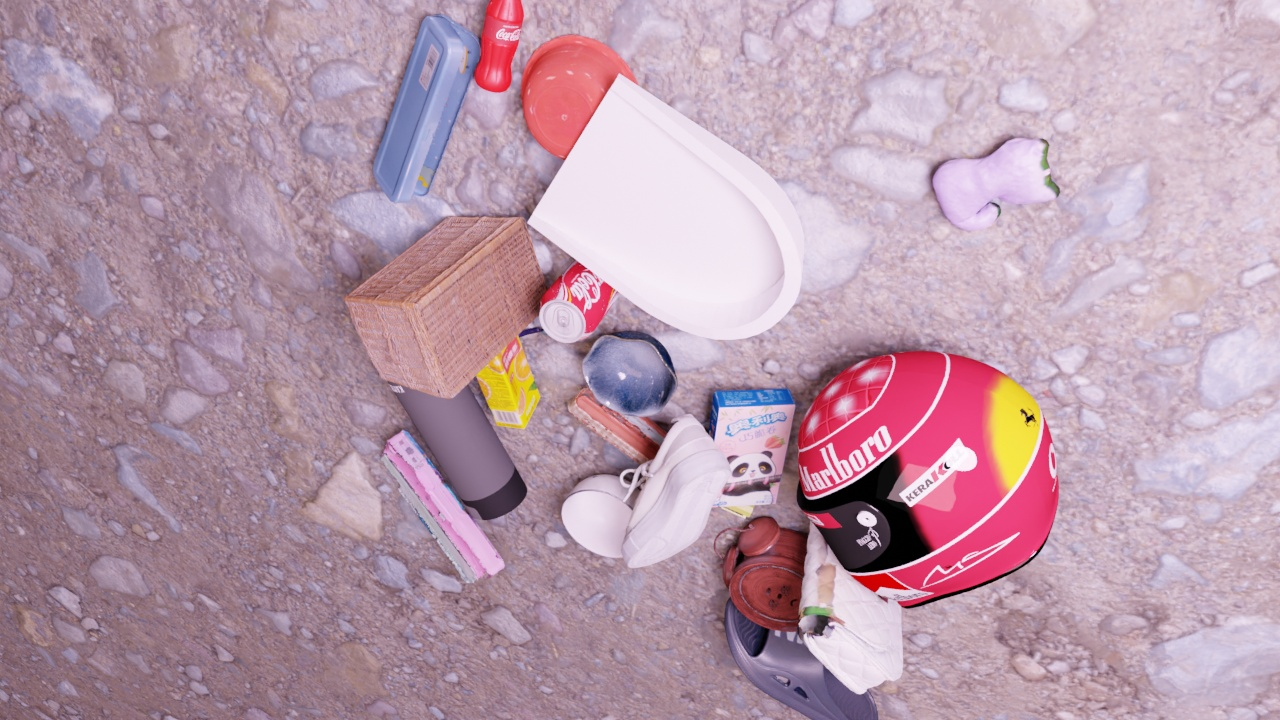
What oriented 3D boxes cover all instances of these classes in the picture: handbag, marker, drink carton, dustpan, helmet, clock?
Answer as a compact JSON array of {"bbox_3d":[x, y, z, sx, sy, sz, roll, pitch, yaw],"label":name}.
[{"bbox_3d":[0.237,0.256,1.020,0.073,0.194,0.139,-34,109,31],"label":"handbag"},{"bbox_3d":[0.080,0.161,1.130,0.124,0.021,0.017,23,173,9],"label":"marker"},{"bbox_3d":[-0.163,0.015,1.091,0.043,0.058,0.135,5,137,19],"label":"drink carton"},{"bbox_3d":[0.037,-0.123,0.897,0.257,0.053,0.192,30,131,-12],"label":"dustpan"},{"bbox_3d":[0.262,0.105,0.901,0.224,0.197,0.272,40,137,-7],"label":"helmet"},{"bbox_3d":[0.162,0.259,1.129,0.157,0.072,0.121,28,129,2],"label":"clock"}]

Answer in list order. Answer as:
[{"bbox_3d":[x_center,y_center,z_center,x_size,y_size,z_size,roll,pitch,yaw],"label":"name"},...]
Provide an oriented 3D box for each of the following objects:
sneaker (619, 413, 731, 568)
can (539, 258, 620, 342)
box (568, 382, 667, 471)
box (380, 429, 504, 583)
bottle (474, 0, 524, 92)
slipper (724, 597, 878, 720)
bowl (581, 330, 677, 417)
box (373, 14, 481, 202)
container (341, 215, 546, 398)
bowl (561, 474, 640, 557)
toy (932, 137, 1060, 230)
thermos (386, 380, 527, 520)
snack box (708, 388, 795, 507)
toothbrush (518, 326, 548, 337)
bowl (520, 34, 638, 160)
[{"bbox_3d":[0.030,0.152,1.058,0.089,0.090,0.243,-7,144,-26],"label":"sneaker"},{"bbox_3d":[-0.063,-0.067,0.976,0.064,0.104,0.064,11,126,16],"label":"can"},{"bbox_3d":[0.007,0.084,1.095,0.188,0.056,0.064,36,134,-8],"label":"box"},{"bbox_3d":[-0.281,0.211,1.281,0.230,0.035,0.160,53,153,2],"label":"box"},{"bbox_3d":[-0.132,-0.317,0.875,0.036,0.036,0.119,25,129,5],"label":"bottle"},{"bbox_3d":[0.221,0.392,1.177,0.268,0.110,0.084,39,126,-11],"label":"slipper"},{"bbox_3d":[-0.006,0.006,1.035,0.110,0.055,0.110,12,127,16],"label":"bowl"},{"bbox_3d":[-0.223,-0.261,0.966,0.068,0.058,0.210,52,131,22],"label":"box"},{"bbox_3d":[-0.203,-0.064,0.981,0.113,0.197,0.114,9,129,31],"label":"container"},{"bbox_3d":[-0.038,0.191,1.173,0.113,0.063,0.114,12,126,16],"label":"bowl"},{"bbox_3d":[0.311,-0.152,0.803,0.100,0.036,0.080,-9,129,34],"label":"toy"},{"bbox_3d":[-0.232,0.092,1.168,0.082,0.082,0.240,-9,121,28],"label":"thermos"},{"bbox_3d":[0.120,0.101,1.042,0.088,0.033,0.154,-2,127,-8],"label":"snack box"},{"bbox_3d":[-0.167,-0.025,1.106,0.189,0.017,0.016,-10,120,29],"label":"toothbrush"},{"bbox_3d":[-0.065,-0.245,0.892,0.131,0.045,0.131,12,127,16],"label":"bowl"}]
